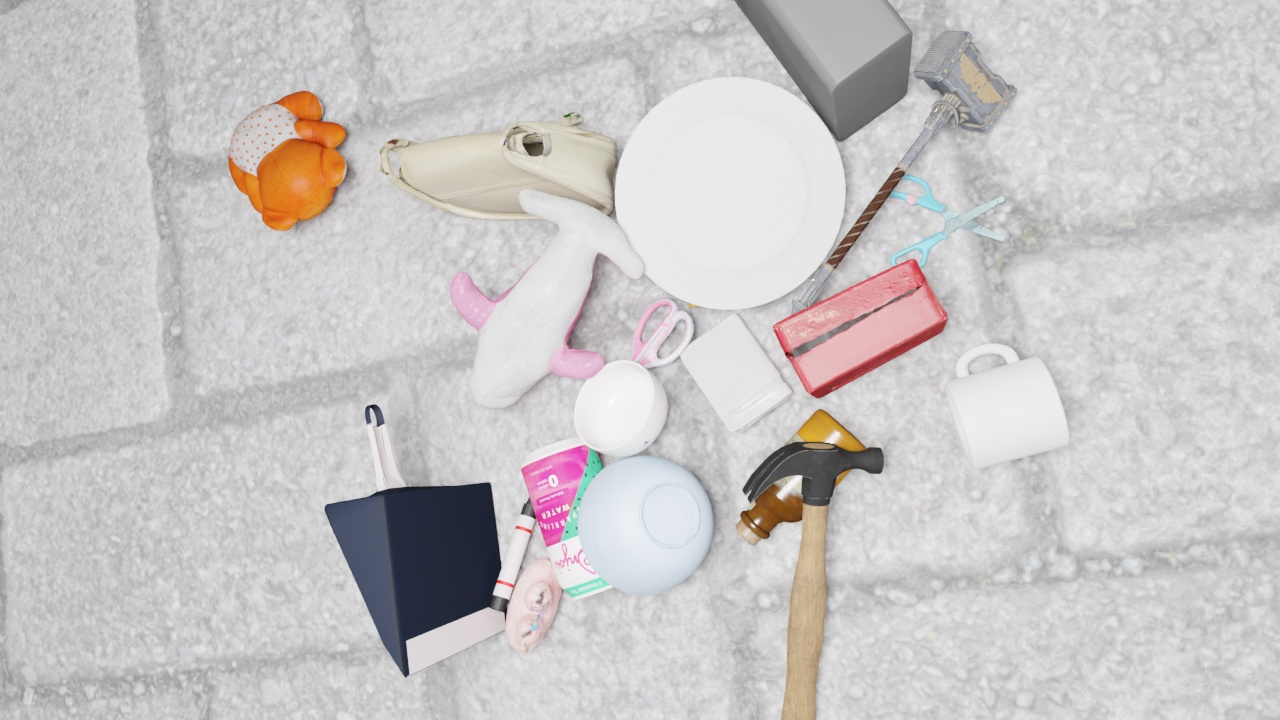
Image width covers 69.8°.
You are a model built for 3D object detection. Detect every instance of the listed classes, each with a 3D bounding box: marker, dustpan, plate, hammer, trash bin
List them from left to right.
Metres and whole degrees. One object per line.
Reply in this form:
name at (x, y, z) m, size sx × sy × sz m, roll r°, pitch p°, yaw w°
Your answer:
dustpan at (-0.243, 0.177, 0.987) m, size 0.080 × 0.236 × 0.273 m, roll -10°, pitch 83°, yaw 15°
marker at (-0.141, 0.214, 1.050) m, size 0.019 × 0.019 × 0.145 m, roll 11°, pitch 69°, yaw 16°
plate at (0.093, -0.174, 0.964) m, size 0.242 × 0.016 × 0.242 m, roll 1°, pitch 97°, yaw 5°
hammer at (0.166, 0.234, 0.934) m, size 0.132 × 0.040 × 0.305 m, roll 1°, pitch 102°, yaw -6°
trash bin at (0.174, -0.358, 0.939) m, size 0.098 × 0.191 × 0.220 m, roll -35°, pitch 79°, yaw 10°
hammer at (0.254, -0.176, 0.947) m, size 0.098 × 0.044 × 0.322 m, roll 33°, pitch 95°, yaw -30°

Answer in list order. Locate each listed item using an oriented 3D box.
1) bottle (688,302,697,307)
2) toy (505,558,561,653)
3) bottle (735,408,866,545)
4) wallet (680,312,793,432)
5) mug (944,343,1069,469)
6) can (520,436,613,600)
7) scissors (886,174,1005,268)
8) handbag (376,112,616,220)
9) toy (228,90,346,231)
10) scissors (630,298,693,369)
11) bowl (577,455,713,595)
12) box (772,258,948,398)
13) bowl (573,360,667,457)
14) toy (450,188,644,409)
bottle at (0.110, -0.106, 1.007) m, size 0.146 × 0.051 × 0.051 m, roll -39°, pitch 77°, yaw 9°
toy at (-0.118, 0.274, 1.015) m, size 0.053 × 0.105 × 0.108 m, roll 20°, pitch 83°, yaw -5°
bottle at (0.161, 0.129, 0.965) m, size 0.068 × 0.067 × 0.157 m, roll 43°, pitch 97°, yaw 14°
wallet at (0.105, 0.016, 1.009) m, size 0.086 × 0.032 × 0.116 m, roll -33°, pitch 70°, yaw 9°
mug at (0.357, 0.039, 0.911) m, size 0.090 × 0.091 × 0.121 m, roll -18°, pitch 64°, yaw 13°
can at (-0.069, 0.173, 1.015) m, size 0.088 × 0.088 × 0.166 m, roll -22°, pitch 80°, yaw 13°
scissors at (0.314, -0.139, 0.973) m, size 0.136 × 0.015 × 0.126 m, roll 27°, pitch 94°, yaw 21°
handbag at (-0.151, -0.237, 1.033) m, size 0.230 × 0.183 × 0.132 m, roll -2°, pitch 82°, yaw 32°
toy at (-0.440, -0.245, 1.157) m, size 0.164 × 0.093 × 0.172 m, roll -43°, pitch 64°, yaw 6°
scissors at (-0.004, 0.009, 1.042) m, size 0.174 × 0.017 × 0.076 m, roll -53°, pitch 53°, yaw 11°
bowl at (0.017, 0.166, 0.959) m, size 0.150 × 0.075 × 0.150 m, roll 7°, pitch 70°, yaw -21°
box at (0.219, -0.035, 0.931) m, size 0.158 × 0.129 × 0.086 m, roll -29°, pitch 77°, yaw 11°
bowl at (-0.016, 0.056, 0.999) m, size 0.105 × 0.054 × 0.104 m, roll -17°, pitch 59°, yaw 30°
toy at (-0.113, -0.064, 1.024) m, size 0.186 × 0.127 × 0.266 m, roll 30°, pitch 112°, yaw -9°
